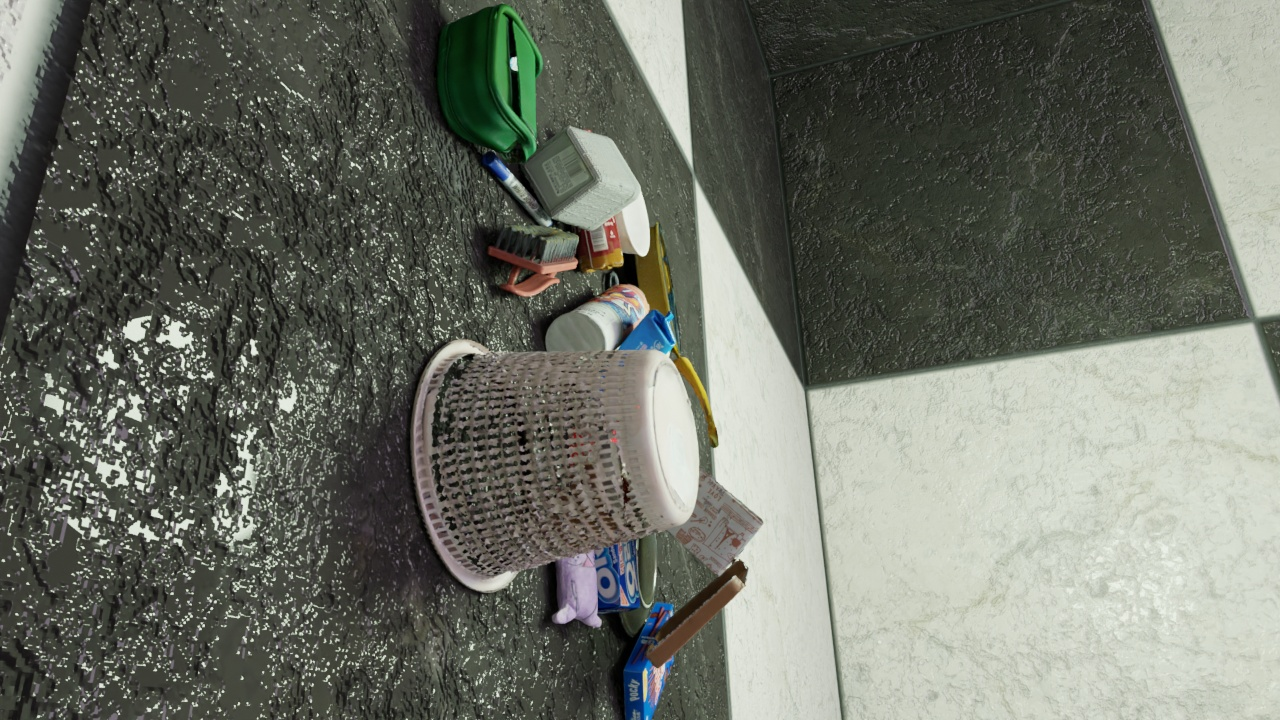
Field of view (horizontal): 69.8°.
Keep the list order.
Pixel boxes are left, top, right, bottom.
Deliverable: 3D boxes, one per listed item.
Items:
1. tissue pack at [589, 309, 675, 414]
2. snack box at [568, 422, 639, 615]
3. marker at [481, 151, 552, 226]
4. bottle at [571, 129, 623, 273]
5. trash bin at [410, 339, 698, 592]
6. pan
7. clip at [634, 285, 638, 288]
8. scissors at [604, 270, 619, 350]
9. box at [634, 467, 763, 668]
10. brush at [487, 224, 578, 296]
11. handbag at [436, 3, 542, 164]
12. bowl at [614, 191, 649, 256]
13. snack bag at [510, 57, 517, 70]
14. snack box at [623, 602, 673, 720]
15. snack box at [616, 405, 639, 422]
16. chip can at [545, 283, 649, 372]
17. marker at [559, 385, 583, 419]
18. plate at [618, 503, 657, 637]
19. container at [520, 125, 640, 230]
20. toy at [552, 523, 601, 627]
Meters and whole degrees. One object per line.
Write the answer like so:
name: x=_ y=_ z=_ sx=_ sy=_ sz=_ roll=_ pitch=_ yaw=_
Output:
tissue pack: x=-0.006 y=0.006 z=1.087 sx=0.052 sy=0.157 sz=0.095 roll=38 pitch=-2 yaw=2
snack box: x=-0.041 y=0.177 z=1.030 sx=0.058 sy=0.057 sz=0.207 roll=34 pitch=49 yaw=-63
marker: x=-0.132 y=-0.183 z=1.004 sx=0.146 sy=0.017 sz=0.016 roll=45 pitch=38 yaw=-62
bottle: x=-0.065 y=-0.201 z=1.160 sx=0.057 sy=0.057 sz=0.175 roll=-20 pitch=100 yaw=-73
trash bin: x=-0.059 y=0.079 z=0.799 sx=0.227 sy=0.192 sz=0.227 roll=-9 pitch=90 yaw=-73
pan: x=0.052 y=-0.036 z=1.336 sx=0.198 sy=0.078 sz=0.356 roll=68 pitch=14 yaw=-64
clip: x=-0.005 y=-0.079 z=1.311 sx=0.049 sy=0.015 sz=0.057 roll=-36 pitch=116 yaw=-79
scissors: x=-0.030 y=-0.041 z=1.261 sx=0.170 sy=0.014 sz=0.159 roll=-47 pitch=126 yaw=-68
box: x=0.042 y=0.225 z=1.053 sx=0.157 sy=0.193 sz=0.183 roll=42 pitch=-1 yaw=12
brush: x=-0.108 y=-0.106 z=0.976 sx=0.145 sy=0.063 sz=0.069 roll=-31 pitch=141 yaw=-74
handbag: x=-0.144 y=-0.274 z=0.915 sx=0.120 sy=0.068 sz=0.131 roll=42 pitch=42 yaw=-58
bowl: x=-0.036 y=-0.192 z=1.236 sx=0.118 sy=0.065 sz=0.118 roll=-10 pitch=90 yaw=-73
snack bag: x=-0.150 y=-0.331 z=1.010 sx=0.104 sy=0.026 sz=0.048 roll=4 pitch=92 yaw=-71
snack box: x=0.012 y=0.372 z=1.121 sx=0.156 sy=0.026 sz=0.084 roll=-46 pitch=136 yaw=-69
snack box: x=-0.002 y=0.061 z=1.228 sx=0.113 sy=0.044 sz=0.127 roll=-75 pitch=154 yaw=-49
chip can: x=-0.046 y=-0.043 z=1.111 sx=0.214 sy=0.071 sz=0.071 roll=-43 pitch=122 yaw=-71
marker: x=-0.067 y=0.068 z=1.082 sx=0.124 sy=0.015 sz=0.018 roll=59 pitch=25 yaw=-45
plate: x=-0.001 y=0.250 z=1.139 sx=0.179 sy=0.024 sz=0.179 roll=-3 pitch=89 yaw=-78
container: x=-0.072 y=-0.212 z=1.067 sx=0.090 sy=0.090 sz=0.114 roll=59 pitch=19 yaw=8
toy: x=-0.069 y=0.220 z=0.947 sx=0.083 sy=0.039 sz=0.108 roll=28 pitch=55 yaw=-58
